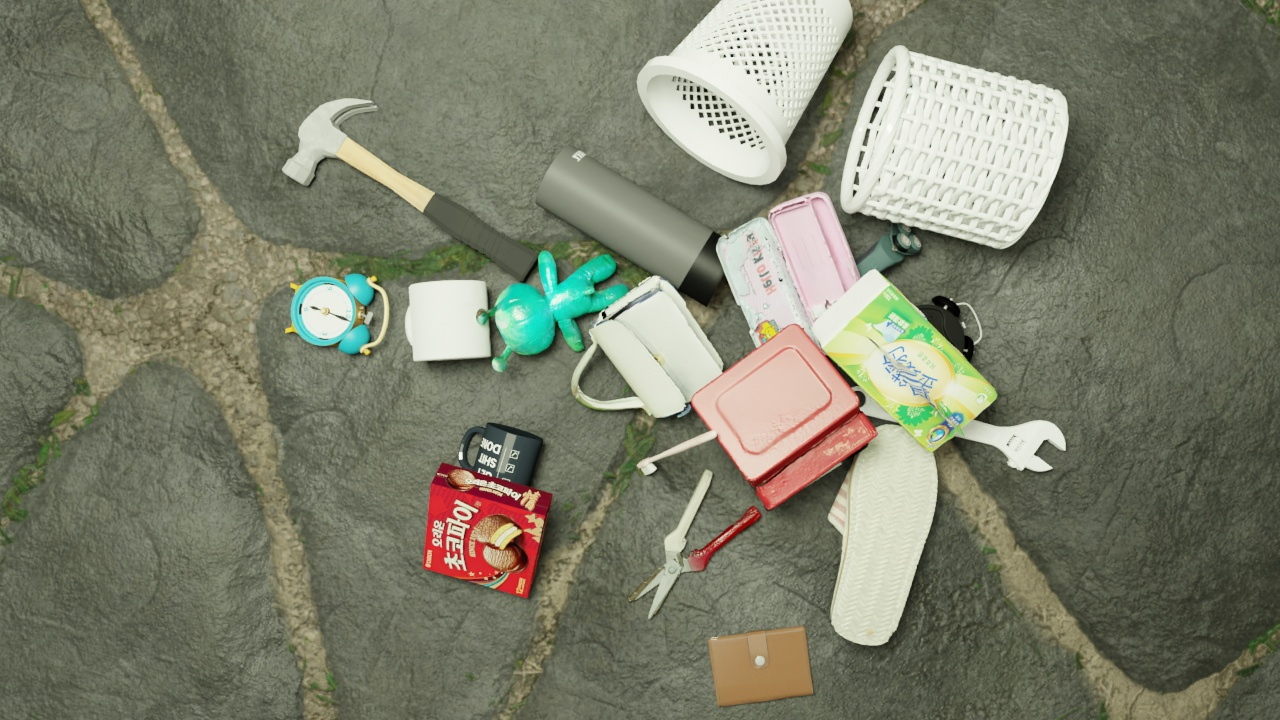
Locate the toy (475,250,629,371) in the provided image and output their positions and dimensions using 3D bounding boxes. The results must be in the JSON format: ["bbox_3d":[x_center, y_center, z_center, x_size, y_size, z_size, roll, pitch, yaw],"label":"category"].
[{"bbox_3d":[-0.105,-0.064,1.100,0.193,0.072,0.130,-27,101,-14],"label":"toy"}]

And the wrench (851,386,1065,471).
[{"bbox_3d":[0.384,0.079,1.126,0.273,0.018,0.066,15,90,2],"label":"wrench"}]

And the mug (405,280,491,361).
[{"bbox_3d":[-0.241,-0.046,1.108,0.121,0.090,0.090,-4,90,34],"label":"mug"}]

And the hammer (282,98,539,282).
[{"bbox_3d":[-0.271,-0.201,1.128,0.328,0.039,0.131,33,89,0],"label":"hammer"}]

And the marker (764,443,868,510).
[{"bbox_3d":[0.212,0.140,1.111,0.152,0.011,0.011,-37,89,18],"label":"marker"}]

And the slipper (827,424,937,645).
[{"bbox_3d":[0.285,0.208,1.111,0.115,0.052,0.263,12,86,3],"label":"slipper"}]

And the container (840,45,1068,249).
[{"bbox_3d":[0.347,-0.238,1.041,0.187,0.189,0.189,15,90,0],"label":"container"}]

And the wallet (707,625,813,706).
[{"bbox_3d":[0.149,0.377,1.132,0.121,0.013,0.087,-8,90,1],"label":"wallet"}]

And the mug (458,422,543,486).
[{"bbox_3d":[-0.177,0.118,1.116,0.105,0.071,0.077,17,90,28],"label":"mug"}]

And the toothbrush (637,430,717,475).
[{"bbox_3d":[0.042,0.107,1.063,0.015,0.182,0.018,-41,93,-32],"label":"toothbrush"}]

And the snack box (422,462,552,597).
[{"bbox_3d":[-0.183,0.203,1.084,0.132,0.035,0.152,16,128,1],"label":"snack box"}]

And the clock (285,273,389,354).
[{"bbox_3d":[-0.372,-0.059,1.128,0.130,0.043,0.099,6,90,8],"label":"clock"}]

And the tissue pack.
[{"bbox_3d":[0.297,0.012,1.011,0.197,0.141,0.120,36,106,-12],"label":"tissue pack"}]

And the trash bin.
[{"bbox_3d":[0.133,-0.344,1.056,0.195,0.195,0.199,35,81,1],"label":"trash bin"}]

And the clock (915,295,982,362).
[{"bbox_3d":[0.354,-0.027,1.113,0.121,0.042,0.091,-23,90,1],"label":"clock"}]

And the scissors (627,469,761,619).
[{"bbox_3d":[0.065,0.225,1.134,0.185,0.015,0.179,-5,91,1],"label":"scissors"}]

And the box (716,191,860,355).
[{"bbox_3d":[0.186,-0.085,1.082,0.154,0.066,0.201,-23,110,7],"label":"box"}]

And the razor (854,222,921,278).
[{"bbox_3d":[0.274,-0.112,1.117,0.143,0.052,0.047,-38,90,10],"label":"razor"}]

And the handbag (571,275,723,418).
[{"bbox_3d":[-0.006,0.006,1.091,0.176,0.073,0.151,-31,106,16],"label":"handbag"}]

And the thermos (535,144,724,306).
[{"bbox_3d":[-0.002,-0.161,1.100,0.240,0.082,0.082,31,90,1],"label":"thermos"}]

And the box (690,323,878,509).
[{"bbox_3d":[0.162,0.064,1.059,0.156,0.156,0.170,-35,90,0],"label":"box"}]
